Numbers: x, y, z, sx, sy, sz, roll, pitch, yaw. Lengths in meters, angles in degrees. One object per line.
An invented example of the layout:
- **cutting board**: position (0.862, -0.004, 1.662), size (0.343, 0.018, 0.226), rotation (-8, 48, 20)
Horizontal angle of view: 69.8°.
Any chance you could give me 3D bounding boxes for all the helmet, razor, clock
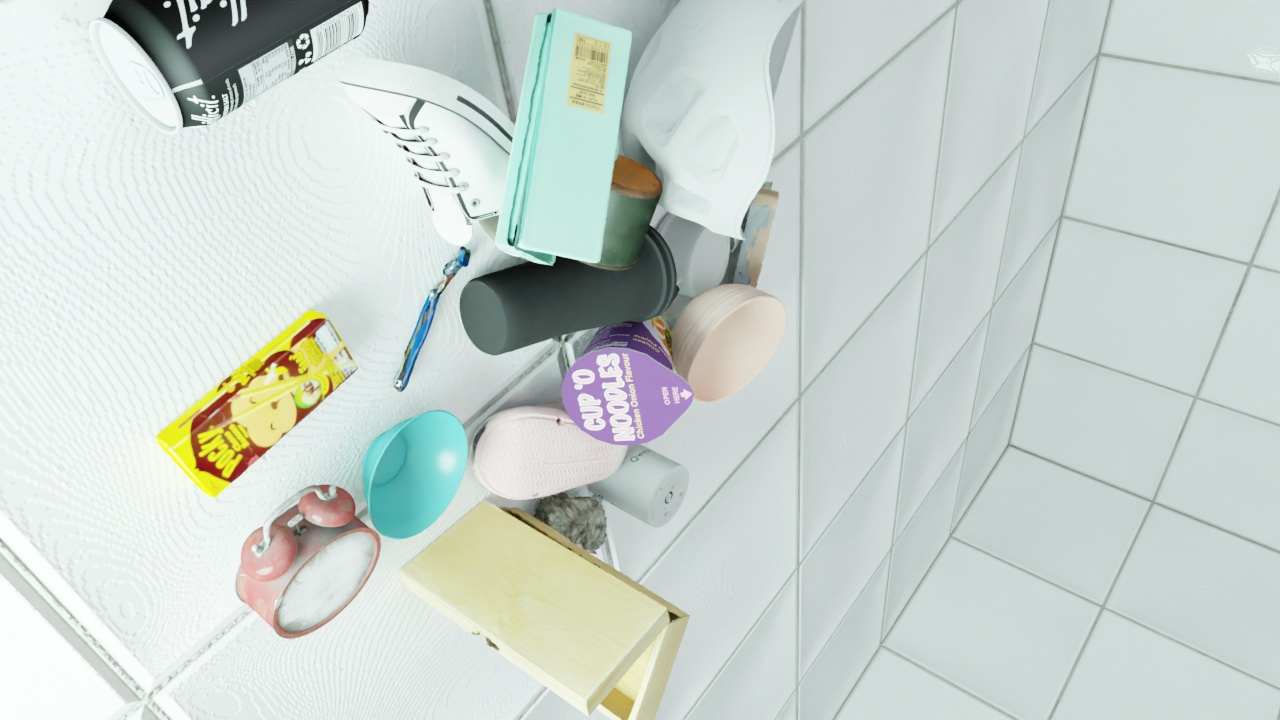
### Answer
- **helmet**: position (0.095, -0.270, 0.905), size (0.281, 0.184, 0.224), rotation (-54, 176, -15)
- **razor**: position (-0.187, -0.037, 0.808), size (0.141, 0.018, 0.044), rotation (-64, -175, 0)
- **clock**: position (-0.278, 0.155, 0.753), size (0.109, 0.062, 0.157), rotation (-41, 154, -35)
- **clock**: position (0.067, -0.142, 1.089), size (0.159, 0.061, 0.120), rotation (-65, 150, -11)

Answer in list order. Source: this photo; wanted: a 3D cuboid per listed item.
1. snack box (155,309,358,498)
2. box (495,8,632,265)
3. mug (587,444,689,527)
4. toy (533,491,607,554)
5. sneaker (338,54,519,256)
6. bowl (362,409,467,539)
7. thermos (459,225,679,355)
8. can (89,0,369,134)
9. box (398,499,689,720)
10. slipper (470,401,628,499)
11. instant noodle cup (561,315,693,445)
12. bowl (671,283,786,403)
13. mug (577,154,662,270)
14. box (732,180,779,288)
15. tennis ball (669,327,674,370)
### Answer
- **snack box**: position (-0.286, 0.031, 0.697), size (0.148, 0.026, 0.061), rotation (-48, 144, -27)
- **box**: position (-0.050, -0.169, 0.704), size (0.077, 0.080, 0.188), rotation (18, 81, -63)
- **mug**: position (0.008, 0.146, 1.150), size (0.119, 0.096, 0.083), rotation (-12, 120, -53)
- **toy**: position (-0.099, 0.230, 1.073), size (0.176, 0.076, 0.132), rotation (-55, 147, -4)
- **sneaker**: position (-0.148, -0.146, 0.723), size (0.245, 0.091, 0.097), rotation (34, 75, -64)
- **bowl**: position (-0.214, 0.096, 0.825), size (0.120, 0.046, 0.121), rotation (-38, 138, -46)
- **thermos**: position (-0.067, -0.068, 0.897), size (0.218, 0.106, 0.106), rotation (-22, 128, -42)
- **can**: position (-0.242, -0.204, 0.553), size (0.145, 0.080, 0.080), rotation (-46, 143, -30)
- **box**: position (-0.090, 0.248, 0.926), size (0.141, 0.249, 0.184), rotation (-62, 149, -9)
- **slipper**: position (-0.095, 0.096, 1.002), size (0.221, 0.056, 0.107), rotation (4, 109, -48)
- **instant noodle cup**: position (-0.006, 0.006, 0.989), size (0.121, 0.137, 0.122), rotation (-77, 159, -56)
- **bowl**: position (0.090, -0.031, 1.070), size (0.152, 0.076, 0.153), rotation (-29, 144, -24)
- **mug**: position (-0.026, -0.145, 0.854), size (0.081, 0.085, 0.110), rotation (-67, 174, 31)
- **box**: position (0.139, -0.118, 1.184), size (0.150, 0.043, 0.217), rotation (-52, 155, -68)
- **tennis ball**: position (0.061, -0.015, 1.151), size (0.065, 0.065, 0.065), rotation (-35, 137, -41)
